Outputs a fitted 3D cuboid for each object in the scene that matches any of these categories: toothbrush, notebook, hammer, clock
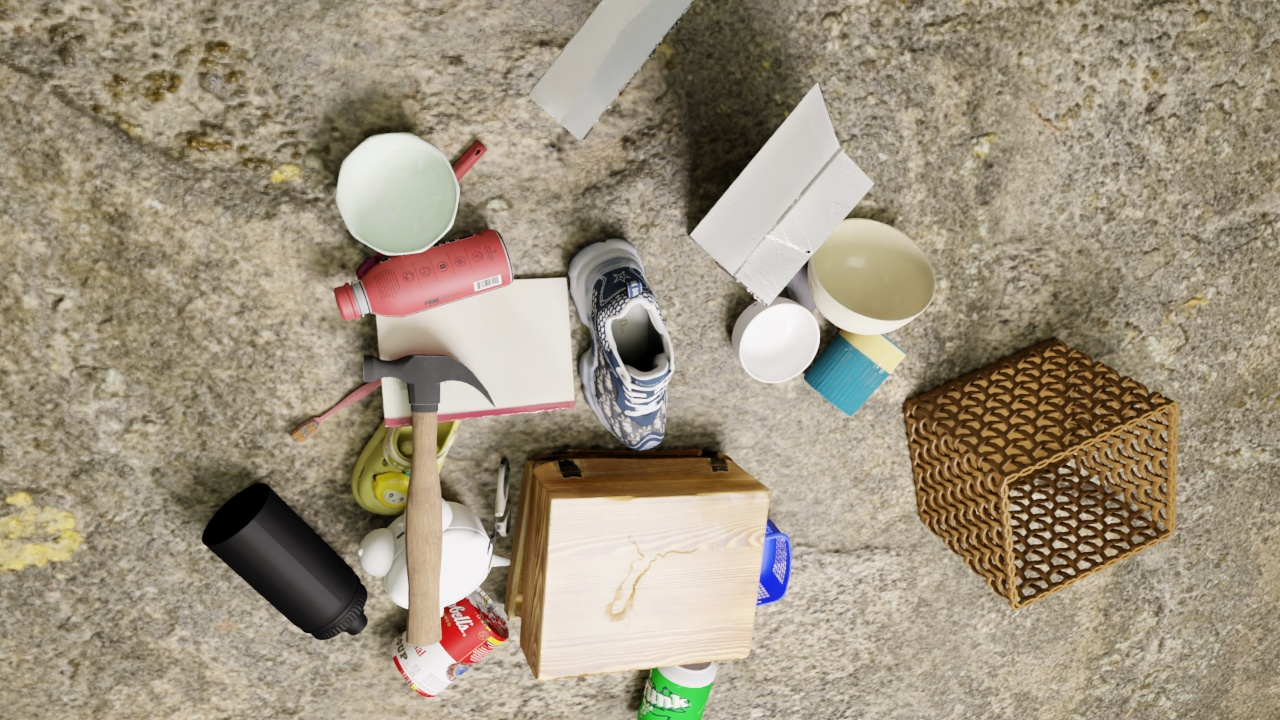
[{"bbox_3d":[-0.226,-0.152,0.944,0.190,0.016,0.016,-46,119,5],"label":"toothbrush"},{"bbox_3d":[-0.304,0.034,1.004,0.184,0.015,0.015,-35,114,-3],"label":"toothbrush"},{"bbox_3d":[-0.177,-0.011,0.997,0.208,0.012,0.153,-4,93,-19],"label":"notebook"},{"bbox_3d":[-0.222,0.147,0.965,0.132,0.040,0.305,0,94,-16],"label":"hammer"},{"bbox_3d":[-0.240,0.218,1.053,0.125,0.073,0.161,-37,136,-1],"label":"clock"}]

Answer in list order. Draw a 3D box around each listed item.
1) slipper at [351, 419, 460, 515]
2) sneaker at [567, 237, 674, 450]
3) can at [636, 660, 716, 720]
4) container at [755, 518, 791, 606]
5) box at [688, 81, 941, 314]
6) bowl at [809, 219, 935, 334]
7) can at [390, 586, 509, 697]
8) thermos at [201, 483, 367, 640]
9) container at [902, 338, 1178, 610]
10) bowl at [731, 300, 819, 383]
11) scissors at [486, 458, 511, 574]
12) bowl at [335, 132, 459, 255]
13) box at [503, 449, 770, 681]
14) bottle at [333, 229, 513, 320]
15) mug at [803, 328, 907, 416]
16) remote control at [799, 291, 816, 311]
[{"bbox_3d":[-0.248,0.099,1.017,0.091,0.081,0.191,23,102,-29],"label":"slipper"},{"bbox_3d":[-0.006,0.006,1.025,0.103,0.132,0.270,-18,123,-13],"label":"sneaker"},{"bbox_3d":[0.050,0.467,1.285,0.087,0.088,0.140,6,111,-22],"label":"can"},{"bbox_3d":[0.150,0.272,1.246,0.096,0.058,0.114,-9,116,-16],"label":"container"},{"bbox_3d":[0.136,-0.141,0.836,0.119,0.478,0.166,39,96,-3],"label":"box"},{"bbox_3d":[0.263,-0.088,1.088,0.150,0.150,0.075,-9,151,-15],"label":"bowl"},{"bbox_3d":[-0.234,0.343,1.128,0.116,0.086,0.086,-38,120,0],"label":"can"},{"bbox_3d":[-0.385,0.236,1.027,0.086,0.086,0.198,-34,120,-2],"label":"thermos"},{"bbox_3d":[0.528,0.142,1.229,0.251,0.214,0.220,-22,119,-9],"label":"container"},{"bbox_3d":[0.159,-0.029,1.114,0.104,0.054,0.105,-6,114,-15],"label":"bowl"},{"bbox_3d":[-0.161,0.187,1.053,0.012,0.162,0.154,0,150,-1],"label":"scissors"},{"bbox_3d":[-0.233,-0.162,0.902,0.117,0.061,0.117,0,97,-2],"label":"bowl"},{"bbox_3d":[-0.008,0.236,1.128,0.278,0.168,0.245,1,106,-20],"label":"box"},{"bbox_3d":[-0.223,-0.082,0.941,0.176,0.062,0.062,-19,118,-17],"label":"bottle"},{"bbox_3d":[0.277,0.011,1.164,0.107,0.083,0.113,-53,147,9],"label":"mug"},{"bbox_3d":[0.188,-0.112,1.111,0.046,0.009,0.124,-29,120,-5],"label":"remote control"}]
